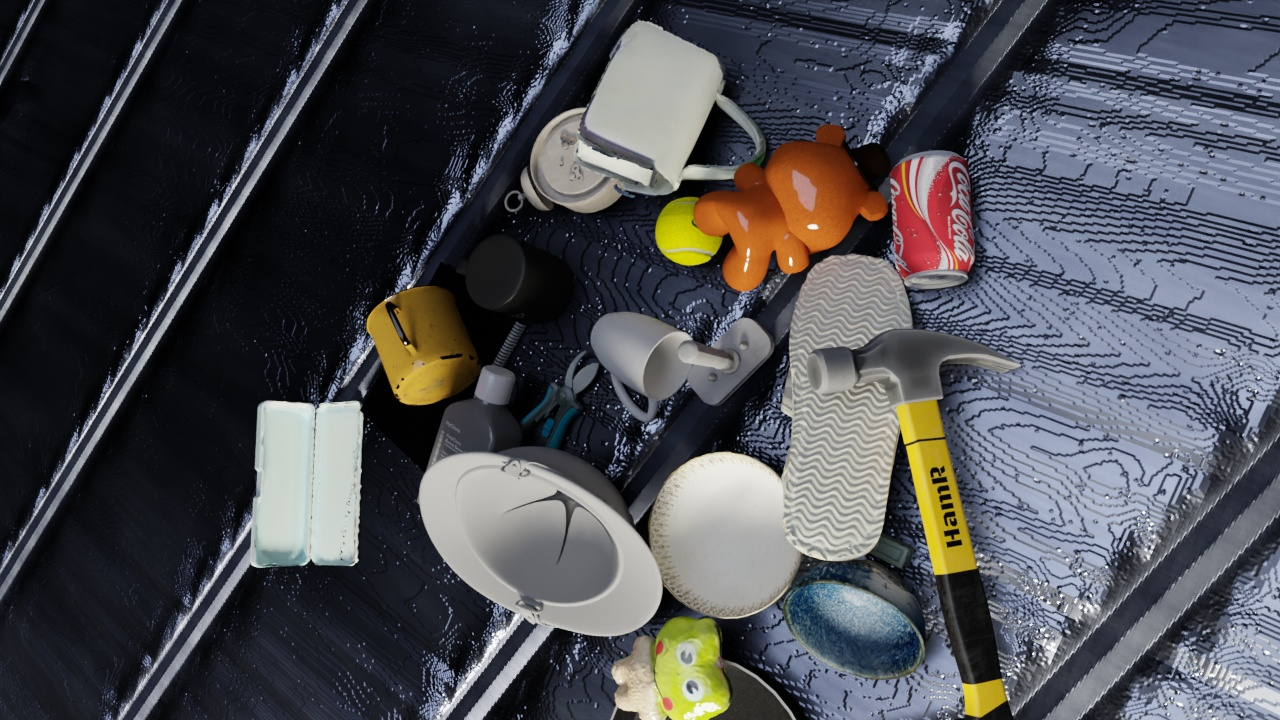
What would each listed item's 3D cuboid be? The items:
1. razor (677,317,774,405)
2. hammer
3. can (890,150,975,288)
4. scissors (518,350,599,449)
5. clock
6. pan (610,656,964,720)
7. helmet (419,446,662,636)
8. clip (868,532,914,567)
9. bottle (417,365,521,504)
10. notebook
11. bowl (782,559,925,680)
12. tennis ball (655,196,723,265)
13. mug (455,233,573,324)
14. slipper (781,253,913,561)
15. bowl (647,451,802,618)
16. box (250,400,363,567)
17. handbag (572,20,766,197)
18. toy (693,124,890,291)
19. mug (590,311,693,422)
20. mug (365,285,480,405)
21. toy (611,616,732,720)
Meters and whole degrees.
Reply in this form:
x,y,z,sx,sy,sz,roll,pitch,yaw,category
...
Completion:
x,y,z,sx,sy,sz,roll,pitch,yaw,category
0.065,-0.003,0.828,0.088,0.116,0.047,-46,68,15,razor
0.239,0.130,0.703,0.169,0.034,0.324,-7,78,-13,hammer
0.246,-0.118,0.774,0.064,0.064,0.104,-6,79,29,can
-0.097,0.063,0.966,0.125,0.019,0.155,-6,79,29,scissors
-0.075,-0.198,0.975,0.157,0.061,0.103,-25,72,16,clock
0.127,0.338,0.777,0.357,0.044,0.204,-22,72,25,pan
-0.077,0.151,0.890,0.271,0.117,0.184,11,118,26,helmet
0.193,0.152,0.781,0.076,0.042,0.023,23,91,29,clip
-0.173,0.091,0.971,0.084,0.046,0.174,28,106,32,bottle
-0.230,0.010,1.053,0.149,0.016,0.207,36,100,30,notebook
0.181,0.201,0.752,0.114,0.060,0.115,18,134,20,bowl
0.047,-0.125,0.888,0.065,0.065,0.065,-5,79,29,tennis ball
-0.142,-0.088,0.977,0.114,0.088,0.078,13,88,31,mug
0.172,0.037,0.776,0.115,0.054,0.272,-1,65,23,slipper
0.085,0.155,0.820,0.145,0.063,0.145,-6,78,29,bowl
-0.397,0.146,1.096,0.126,0.074,0.197,-3,81,10,box
0.037,-0.226,0.898,0.176,0.074,0.151,23,72,0,handbag
0.139,-0.141,0.820,0.176,0.096,0.112,-29,78,18,toy
-0.005,0.005,0.904,0.089,0.071,0.107,29,124,39,mug
-0.235,-0.017,0.980,0.100,0.124,0.094,-28,68,2,mug
0.024,0.274,0.800,0.118,0.043,0.092,-21,70,27,toy
